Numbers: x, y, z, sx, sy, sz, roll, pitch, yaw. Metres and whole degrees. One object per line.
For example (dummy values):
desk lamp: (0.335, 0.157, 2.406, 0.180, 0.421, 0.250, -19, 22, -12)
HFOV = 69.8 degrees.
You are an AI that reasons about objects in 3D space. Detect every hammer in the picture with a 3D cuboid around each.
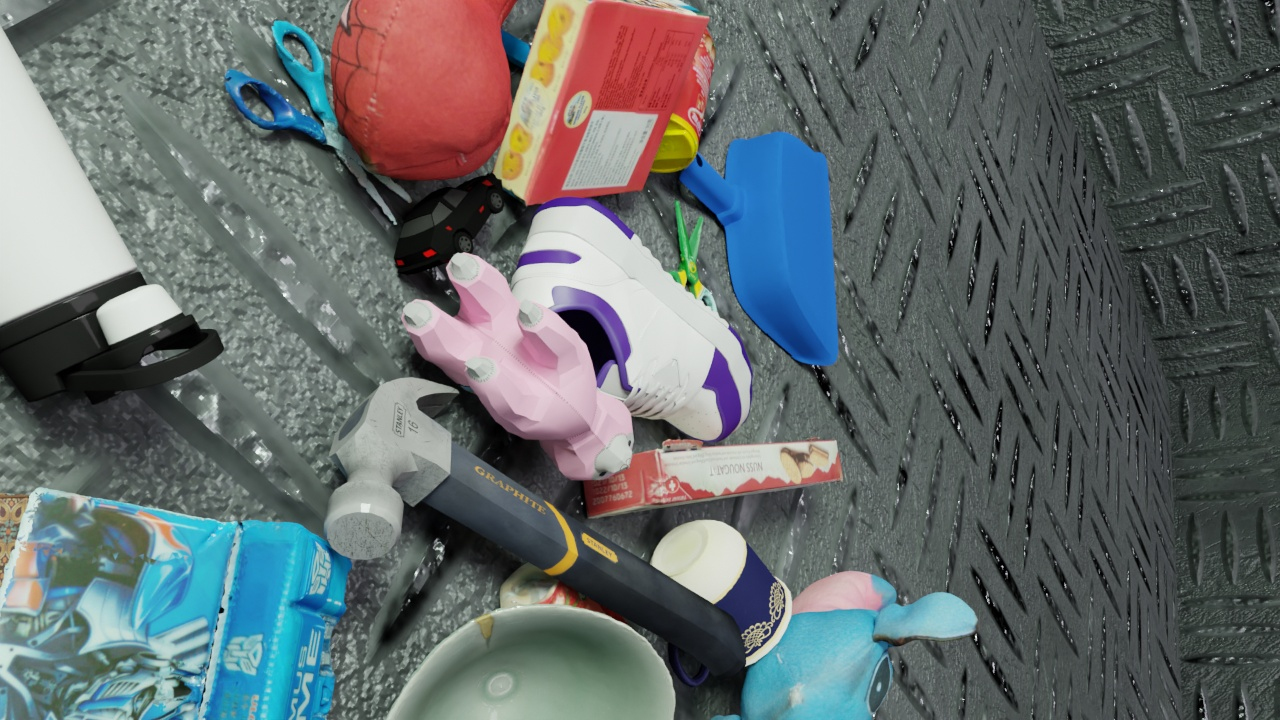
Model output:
hammer: (-0.042, 0.117, 0.544, 0.312, 0.035, 0.139, 39, 21, -29)

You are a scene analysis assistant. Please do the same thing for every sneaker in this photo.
sneaker: (-0.004, 0.003, 0.657, 0.244, 0.092, 0.110, 46, 50, -32)

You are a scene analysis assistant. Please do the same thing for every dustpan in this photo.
dustpan: (0.117, -0.143, 0.881, 0.257, 0.060, 0.245, 29, 57, -57)

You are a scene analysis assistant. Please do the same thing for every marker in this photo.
marker: (-0.074, -0.221, 0.692, 0.122, 0.015, 0.018, 11, 75, -54)

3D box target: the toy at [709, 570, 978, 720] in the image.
toy: (0.150, 0.227, 0.716, 0.099, 0.224, 0.191, 49, 18, 7)

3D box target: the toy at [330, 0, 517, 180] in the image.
toy: (-0.111, -0.204, 0.532, 0.147, 0.099, 0.216, 74, 29, -74)

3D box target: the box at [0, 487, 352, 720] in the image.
box: (-0.177, 0.183, 0.356, 0.175, 0.060, 0.243, 49, 40, -63)

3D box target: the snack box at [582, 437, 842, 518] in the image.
snack box: (0.069, 0.089, 0.735, 0.272, 0.077, 0.044, 4, 73, -51)

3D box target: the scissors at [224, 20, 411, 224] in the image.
scissors: (-0.181, -0.122, 0.526, 0.135, 0.016, 0.083, 59, 36, -29)

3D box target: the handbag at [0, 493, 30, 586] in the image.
handbag: (-0.243, 0.147, 0.338, 0.093, 0.043, 0.195, 17, 67, -55)

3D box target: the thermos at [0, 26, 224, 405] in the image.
thermos: (-0.252, -0.090, 0.348, 0.068, 0.101, 0.230, -45, 116, -52)

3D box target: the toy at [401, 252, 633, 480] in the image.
toy: (-0.066, 0.012, 0.554, 0.067, 0.123, 0.157, -48, 147, -10)

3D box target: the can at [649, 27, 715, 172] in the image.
can: (0.023, -0.225, 0.775, 0.066, 0.067, 0.124, 39, 51, -39)

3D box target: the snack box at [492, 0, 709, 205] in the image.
snack box: (-0.027, -0.186, 0.650, 0.040, 0.143, 0.144, 37, 31, 22)

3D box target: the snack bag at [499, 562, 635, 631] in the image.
snack bag: (-0.038, 0.196, 0.600, 0.087, 0.044, 0.155, -49, 125, -33)

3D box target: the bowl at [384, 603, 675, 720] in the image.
bowl: (-0.070, 0.197, 0.518, 0.174, 0.068, 0.174, -8, 111, -21)

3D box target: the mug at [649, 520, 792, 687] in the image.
mug: (0.047, 0.177, 0.676, 0.089, 0.086, 0.111, 52, 55, -26)

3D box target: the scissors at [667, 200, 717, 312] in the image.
scissors: (0.048, -0.077, 0.808, 0.108, 0.012, 0.131, 45, 48, -36)

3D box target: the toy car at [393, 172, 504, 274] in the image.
toy car: (-0.119, -0.089, 0.568, 0.036, 0.042, 0.091, 54, 43, -31)
